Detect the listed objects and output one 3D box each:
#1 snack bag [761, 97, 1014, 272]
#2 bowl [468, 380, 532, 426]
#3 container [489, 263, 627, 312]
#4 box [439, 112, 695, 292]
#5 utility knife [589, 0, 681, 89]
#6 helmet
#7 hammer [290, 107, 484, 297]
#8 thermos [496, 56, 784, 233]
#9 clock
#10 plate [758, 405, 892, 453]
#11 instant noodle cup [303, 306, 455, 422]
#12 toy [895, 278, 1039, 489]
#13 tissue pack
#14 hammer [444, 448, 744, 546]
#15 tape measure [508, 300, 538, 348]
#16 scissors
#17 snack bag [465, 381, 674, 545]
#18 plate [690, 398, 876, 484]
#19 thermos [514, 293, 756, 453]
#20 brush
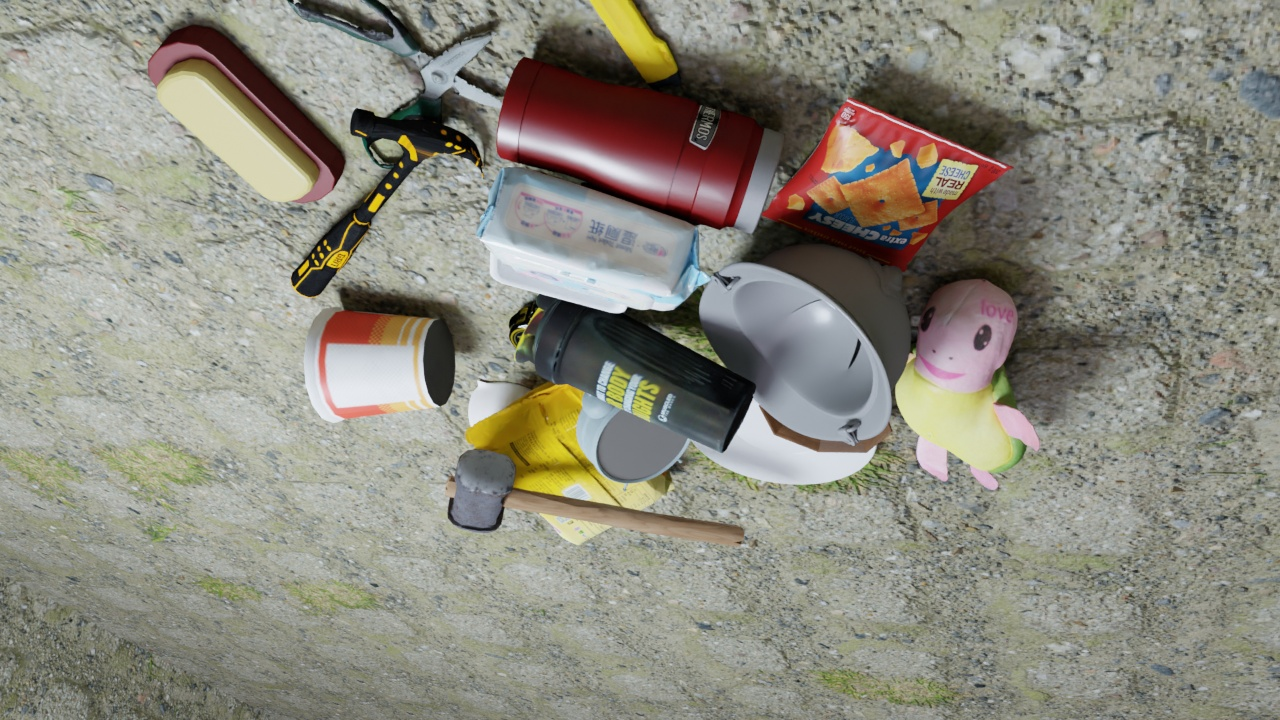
[{"bbox_3d":[0.180,-0.129,0.693,0.130,0.039,0.144,20,151,-8],"label":"snack bag"},{"bbox_3d":[-0.155,0.080,1.094,0.115,0.050,0.115,10,145,7],"label":"bowl"},{"bbox_3d":[-0.065,-0.098,0.817,0.129,0.049,0.081,15,145,0],"label":"container"},{"bbox_3d":[-0.167,-0.273,0.464,0.215,0.170,0.478,-17,96,38],"label":"box"},{"bbox_3d":[-0.036,-0.265,0.604,0.031,0.019,0.224,-16,140,29],"label":"utility knife"},{"bbox_3d":[0.158,-0.034,0.772,0.183,0.117,0.271,50,166,-1],"label":"helmet"},{"bbox_3d":[-0.253,-0.130,0.842,0.123,0.036,0.322,8,157,-35],"label":"hammer"},{"bbox_3d":[-0.002,-0.152,0.690,0.198,0.083,0.108,17,144,1],"label":"thermos"},{"bbox_3d":[-0.006,0.062,0.965,0.122,0.045,0.159,-25,131,-13],"label":"clock"},{"bbox_3d":[0.184,0.048,0.912,0.131,0.025,0.131,13,146,8],"label":"plate"},{"bbox_3d":[-0.272,0.003,0.984,0.121,0.123,0.123,-1,143,9],"label":"instant noodle cup"},{"bbox_3d":[0.284,0.029,0.824,0.190,0.087,0.238,35,152,46],"label":"toy"},{"bbox_3d":[-0.033,-0.086,0.714,0.182,0.070,0.112,19,176,0],"label":"tissue pack"},{"bbox_3d":[-0.047,0.165,0.994,0.328,0.052,0.098,12,140,-10],"label":"hammer"},{"bbox_3d":[-0.103,-0.030,0.938,0.062,0.034,0.061,-22,130,37],"label":"tape measure"},{"bbox_3d":[-0.200,-0.232,0.714,0.202,0.015,0.204,-21,130,41],"label":"scissors"},{"bbox_3d":[-0.076,0.118,1.055,0.160,0.068,0.247,-28,133,10],"label":"snack bag"},{"bbox_3d":[0.152,0.076,1.007,0.209,0.015,0.209,10,145,7],"label":"plate"},{"bbox_3d":[-0.005,0.005,0.859,0.221,0.097,0.098,26,147,15],"label":"thermos"},{"bbox_3d":[-0.337,-0.199,0.785,0.082,0.041,0.173,-12,137,33],"label":"brush"}]
